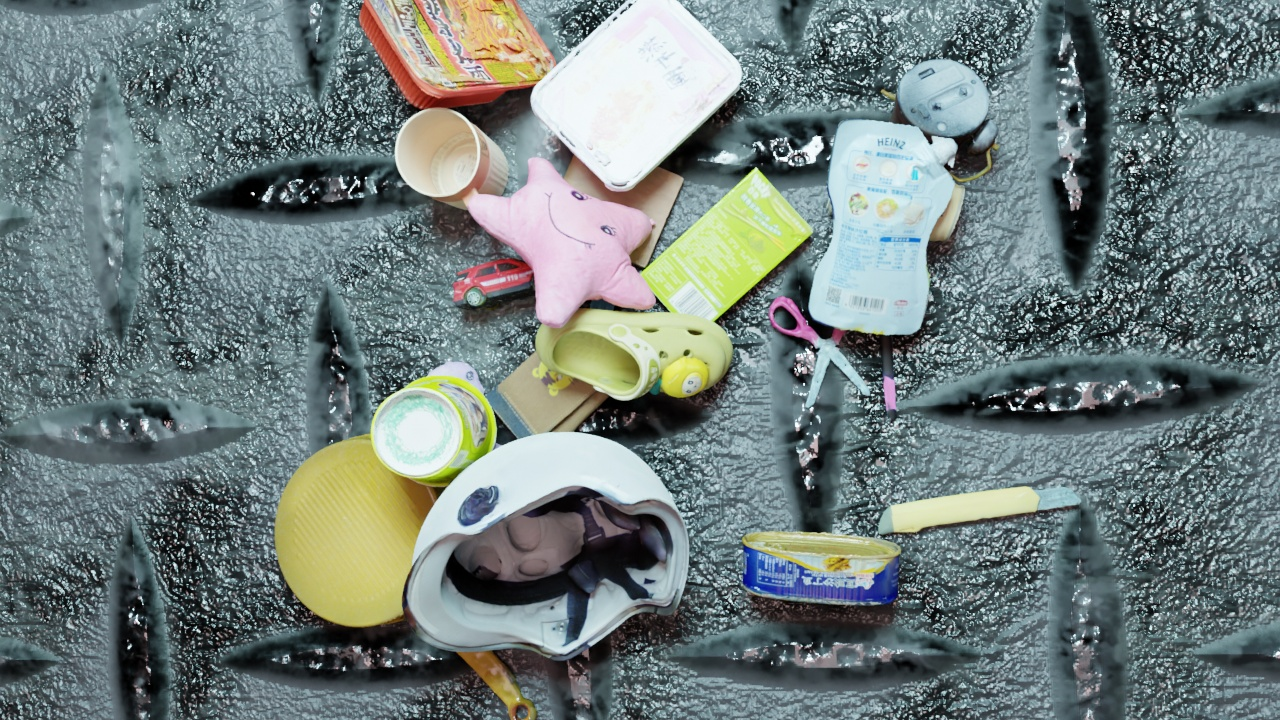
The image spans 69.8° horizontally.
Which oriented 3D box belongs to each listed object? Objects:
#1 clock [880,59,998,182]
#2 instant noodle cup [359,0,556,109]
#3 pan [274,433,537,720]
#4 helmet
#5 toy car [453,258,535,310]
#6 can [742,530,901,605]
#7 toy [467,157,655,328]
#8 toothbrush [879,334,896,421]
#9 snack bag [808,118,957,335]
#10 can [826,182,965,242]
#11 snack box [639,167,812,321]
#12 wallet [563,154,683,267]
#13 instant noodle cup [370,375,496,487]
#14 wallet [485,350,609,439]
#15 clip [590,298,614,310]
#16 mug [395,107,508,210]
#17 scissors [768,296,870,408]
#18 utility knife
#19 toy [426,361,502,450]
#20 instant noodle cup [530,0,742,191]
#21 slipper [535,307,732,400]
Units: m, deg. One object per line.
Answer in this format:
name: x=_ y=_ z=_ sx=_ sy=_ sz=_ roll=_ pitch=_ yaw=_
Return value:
clock: x=0.280 y=-0.219 z=0.848 sx=0.082 sy=0.055 sz=0.122 roll=-26 pitch=74 yaw=-7
instant noodle cup: x=-0.187 y=-0.315 z=0.888 sx=0.079 sy=0.188 sz=0.164 roll=-36 pitch=83 yaw=43
pan: x=-0.230 y=0.237 z=0.948 sx=0.198 sy=0.078 sz=0.357 roll=-41 pitch=79 yaw=8
helmet: x=-0.092 y=0.157 z=0.858 sx=0.259 sy=0.145 sz=0.229 roll=-21 pitch=131 yaw=6
toy car: x=-0.130 y=-0.080 z=0.923 sx=0.120 sy=0.053 sz=0.045 roll=-10 pitch=87 yaw=9
can: x=0.171 y=0.197 z=0.874 sx=0.148 sy=0.074 sz=0.049 roll=2 pitch=94 yaw=9
toy: x=-0.062 y=-0.121 z=0.867 sx=0.194 sy=0.178 sz=0.075 roll=57 pitch=142 yaw=19
toothbrush: x=0.237 y=-0.034 z=0.889 sx=0.014 sy=0.017 sz=0.189 roll=-5 pitch=92 yaw=7
snack bag: x=0.218 y=-0.118 z=0.832 sx=0.110 sy=0.038 sz=0.191 roll=11 pitch=114 yaw=13
can: x=0.239 y=-0.152 z=0.866 sx=0.116 sy=0.058 sz=0.058 roll=16 pitch=93 yaw=8
snack box: x=0.083 y=-0.105 z=0.902 sx=0.156 sy=0.026 sz=0.086 roll=-43 pitch=92 yaw=7
wallet: x=-0.027 y=-0.159 z=0.925 sx=0.115 sy=0.020 sz=0.101 roll=25 pitch=93 yaw=4
instant noodle cup: x=-0.197 y=0.066 z=0.854 sx=0.111 sy=0.123 sz=0.111 roll=0 pitch=86 yaw=-2
wallet: x=-0.088 y=0.032 z=0.931 sx=0.115 sy=0.033 sz=0.090 roll=-43 pitch=84 yaw=3
clip: x=-0.045 y=-0.033 z=0.916 sx=0.027 sy=0.045 sz=0.058 roll=21 pitch=69 yaw=-2
mug: x=-0.173 y=-0.181 z=0.901 sx=0.082 sy=0.106 sz=0.114 roll=-34 pitch=86 yaw=7
scissors: x=0.177 y=-0.019 z=0.900 sx=0.131 sy=0.017 sz=0.133 roll=18 pitch=97 yaw=5
utility knife: x=0.322 y=0.142 z=0.878 sx=0.188 sy=0.020 sz=0.031 roll=-9 pitch=94 yaw=14
toy: x=-0.188 y=0.054 z=0.937 sx=0.083 sy=0.039 sz=0.108 roll=-13 pitch=90 yaw=-20
instant noodle cup: x=-0.004 y=-0.255 z=0.890 sx=0.173 sy=0.060 sz=0.138 roll=-43 pitch=85 yaw=-4
slipper: x=-0.005 y=0.005 z=0.867 sx=0.190 sy=0.081 sz=0.092 roll=8 pitch=132 yaw=-11
